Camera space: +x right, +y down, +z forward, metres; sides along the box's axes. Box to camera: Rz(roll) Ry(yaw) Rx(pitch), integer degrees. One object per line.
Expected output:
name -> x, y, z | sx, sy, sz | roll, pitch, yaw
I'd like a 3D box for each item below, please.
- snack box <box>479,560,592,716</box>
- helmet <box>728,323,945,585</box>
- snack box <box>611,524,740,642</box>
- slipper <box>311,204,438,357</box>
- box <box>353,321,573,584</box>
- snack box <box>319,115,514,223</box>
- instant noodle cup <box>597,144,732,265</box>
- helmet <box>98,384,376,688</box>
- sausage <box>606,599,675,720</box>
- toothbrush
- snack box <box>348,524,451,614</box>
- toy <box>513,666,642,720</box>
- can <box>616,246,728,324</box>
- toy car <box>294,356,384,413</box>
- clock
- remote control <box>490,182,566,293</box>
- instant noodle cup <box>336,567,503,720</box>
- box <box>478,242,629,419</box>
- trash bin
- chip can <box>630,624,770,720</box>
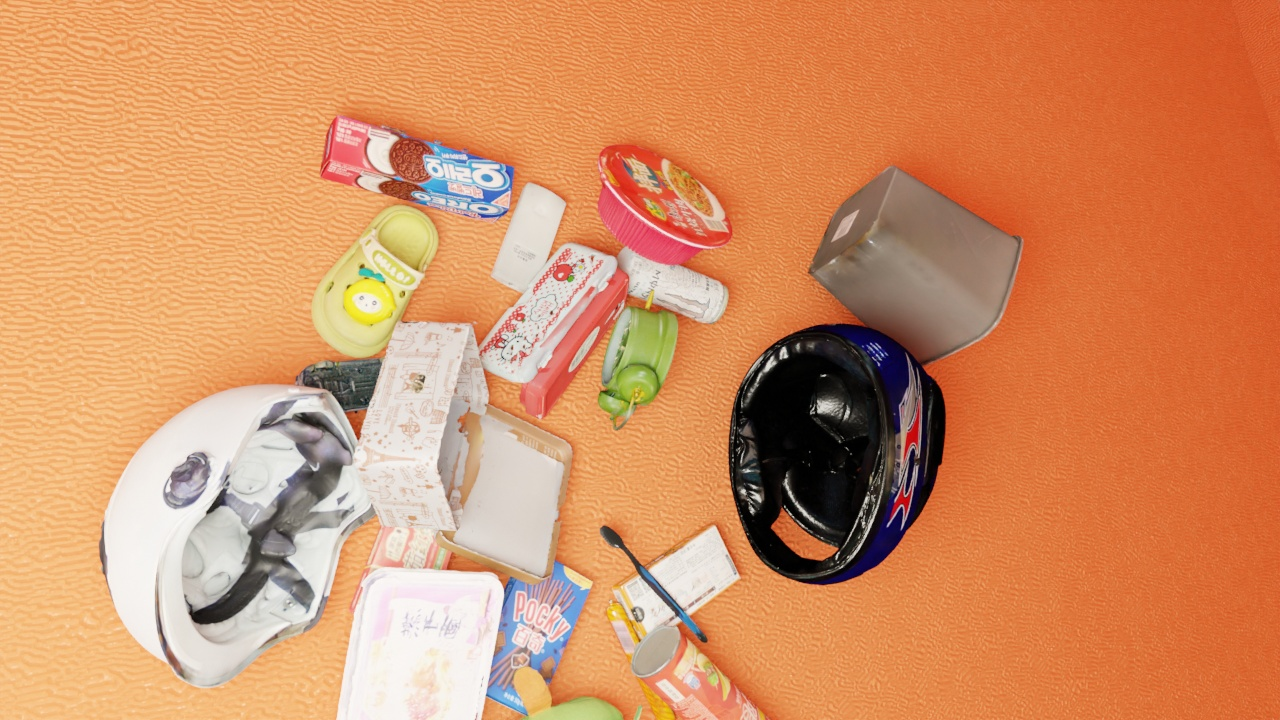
snack box -> -0.119, 0.288, 0.981 | 0.084, 0.026, 0.156 | 34, 62, -19
helmet -> 0.246, 0.116, 1.118 | 0.240, 0.248, 0.315 | 23, 66, -52
snack box -> 0.045, 0.263, 1.085 | 0.153, 0.026, 0.075 | -26, 91, -33
slipper -> -0.273, -0.096, 0.968 | 0.091, 0.082, 0.190 | 32, 60, -16
box -> -0.178, 0.099, 0.935 | 0.272, 0.131, 0.178 | 52, 32, -40
snack box -> -0.246, -0.212, 1.029 | 0.207, 0.057, 0.058 | 12, 74, -28
instant noodle cup -> 0.019, -0.184, 1.140 | 0.193, 0.066, 0.193 | 23, 35, -18
helmet -> -0.360, 0.133, 0.791 | 0.146, 0.229, 0.257 | 14, 56, 18
sausage -> 0.000, 0.345, 1.038 | 0.021, 0.022, 0.165 | -26, 90, -33
toothbrush -> 0.016, 0.257, 1.047 | 0.189, 0.016, 0.014 | 49, 50, -12
snack box -> -0.234, 0.194, 0.941 | 0.075, 0.026, 0.152 | 26, 65, -22
toy -> -0.109, 0.412, 0.913 | 0.246, 0.090, 0.227 | -14, 110, -37
can -> 0.037, -0.095, 1.161 | 0.146, 0.058, 0.058 | 20, 67, -25
toy car -> -0.294, 0.026, 0.948 | 0.120, 0.037, 0.054 | -8, 79, -42
clock -> -0.006, 0.006, 1.076 | 0.056, 0.116, 0.161 | 17, 64, -13
remote control -> -0.133, -0.147, 1.099 | 0.056, 0.019, 0.135 | 25, 66, -22
instant noodle cup -> -0.215, 0.278, 0.882 | 0.138, 0.060, 0.173 | 9, 93, -26
box -> -0.102, -0.043, 1.061 | 0.101, 0.095, 0.201 | 29, 61, 10
trash bin -> 0.381, -0.136, 1.306 | 0.219, 0.199, 0.198 | 33, 60, -10
chip can -> 0.082, 0.390, 1.030 | 0.216, 0.073, 0.073 | 47, 58, -19
